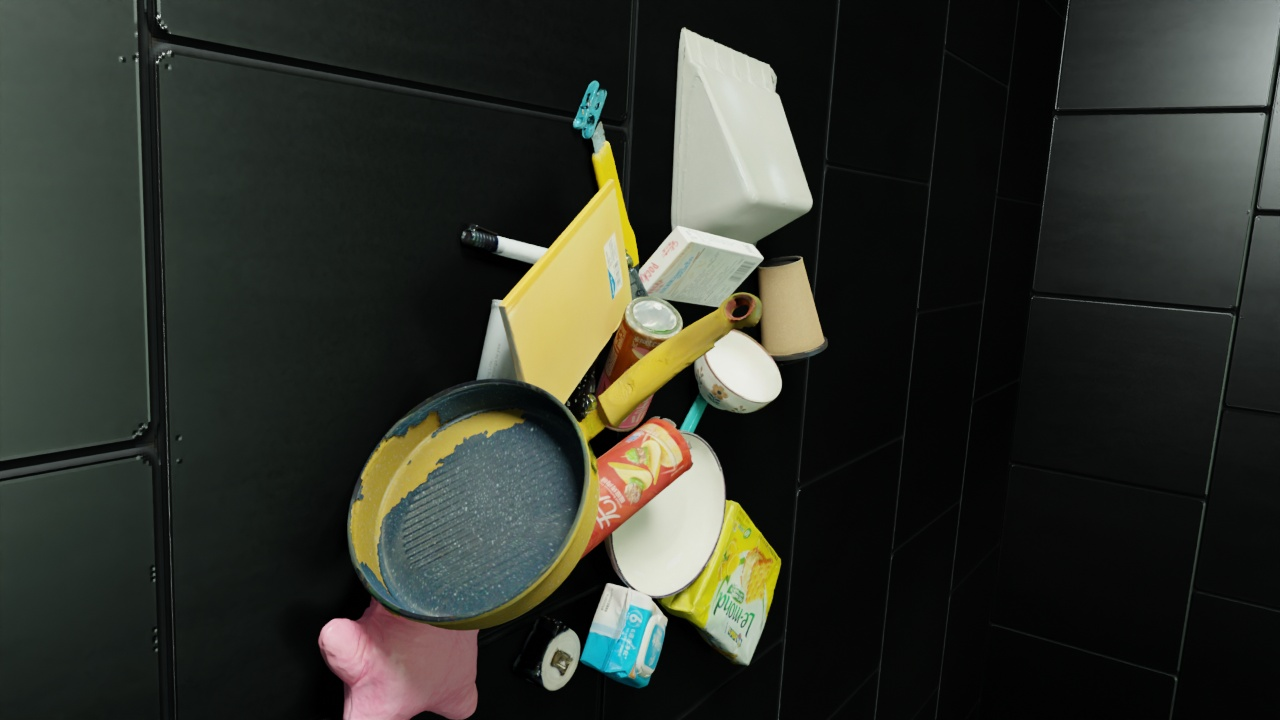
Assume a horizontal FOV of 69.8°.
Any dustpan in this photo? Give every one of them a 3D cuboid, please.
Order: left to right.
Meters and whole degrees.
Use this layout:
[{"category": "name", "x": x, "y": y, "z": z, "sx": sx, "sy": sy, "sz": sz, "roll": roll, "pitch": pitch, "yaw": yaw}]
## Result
[{"category": "dustpan", "x": 0.097, "y": -0.227, "z": 1.111, "sx": 0.222, "sy": 0.143, "sz": 0.257, "roll": -7, "pitch": 74, "yaw": -55}]

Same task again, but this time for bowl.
[{"category": "bowl", "x": 0.110, "y": 0.021, "z": 1.126, "sx": 0.113, "sy": 0.113, "sz": 0.062, "roll": -32, "pitch": 165, "yaw": -48}]

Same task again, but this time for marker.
[{"category": "marker", "x": -0.110, "y": -0.101, "z": 0.829, "sx": 0.130, "sy": 0.018, "sz": 0.023, "roll": 7, "pitch": 111, "yaw": -55}]

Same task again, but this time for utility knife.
[{"category": "utility knife", "x": -0.027, "y": -0.158, "z": 0.939, "sx": 0.033, "sy": 0.015, "sz": 0.173, "roll": -43, "pitch": 131, "yaw": -41}, {"category": "utility knife", "x": 0.056, "y": 0.088, "z": 1.125, "sx": 0.159, "sy": 0.013, "sz": 0.029, "roll": -61, "pitch": 144, "yaw": -28}]

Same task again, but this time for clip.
[{"category": "clip", "x": -0.049, "y": -0.244, "z": 0.889, "sx": 0.046, "sy": 0.014, "sz": 0.057, "roll": 37, "pitch": 66, "yaw": -51}]

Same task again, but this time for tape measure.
[{"category": "tape measure", "x": -0.092, "y": 0.303, "z": 0.942, "sx": 0.065, "sy": 0.034, "sz": 0.066, "roll": -63, "pitch": 142, "yaw": -22}]

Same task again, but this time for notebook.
[{"category": "notebook", "x": -0.058, "y": -0.049, "z": 0.817, "sx": 0.205, "sy": 0.010, "sz": 0.146, "roll": -58, "pitch": 149, "yaw": -43}]

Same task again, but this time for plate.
[{"category": "plate", "x": 0.023, "y": 0.173, "z": 1.054, "sx": 0.192, "sy": 0.039, "sz": 0.192, "roll": -6, "pitch": 98, "yaw": -44}]

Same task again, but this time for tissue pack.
[{"category": "tissue pack", "x": -0.014, "y": 0.305, "z": 1.006, "sx": 0.140, "sy": 0.063, "sz": 0.089, "roll": 67, "pitch": 40, "yaw": -62}]

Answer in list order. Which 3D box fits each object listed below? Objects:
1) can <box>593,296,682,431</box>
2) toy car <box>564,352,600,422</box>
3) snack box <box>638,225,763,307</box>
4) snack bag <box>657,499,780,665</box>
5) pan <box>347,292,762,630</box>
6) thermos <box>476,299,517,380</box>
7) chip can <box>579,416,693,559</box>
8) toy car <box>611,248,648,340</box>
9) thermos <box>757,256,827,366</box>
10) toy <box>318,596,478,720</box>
[{"category": "can", "x": -0.005, "y": 0.005, "z": 0.917, "sx": 0.057, "sy": 0.058, "sz": 0.148, "roll": -42, "pitch": 162, "yaw": -43}, {"category": "toy car", "x": -0.070, "y": 0.002, "z": 0.891, "sx": 0.070, "sy": 0.042, "sz": 0.158, "roll": 9, "pitch": 87, "yaw": -56}, {"category": "snack box", "x": 0.067, "y": -0.102, "z": 1.030, "sx": 0.156, "sy": 0.027, "sz": 0.085, "roll": 4, "pitch": 136, "yaw": -52}, {"category": "snack bag", "x": 0.107, "y": 0.289, "z": 1.200, "sx": 0.246, "sy": 0.068, "sz": 0.157, "roll": 53, "pitch": 55, "yaw": -47}, {"category": "pan", "x": -0.062, "y": 0.060, "z": 0.685, "sx": 0.357, "sy": 0.197, "sz": 0.078, "roll": -29, "pitch": 144, "yaw": 1}, {"category": "thermos", "x": -0.122, "y": 0.058, "z": 0.810, "sx": 0.070, "sy": 0.070, "sz": 0.220, "roll": 16, "pitch": 84, "yaw": -56}, {"category": "chip can", "x": -0.041, "y": 0.138, "z": 0.915, "sx": 0.216, "sy": 0.073, "sz": 0.073, "roll": -35, "pitch": 126, "yaw": -36}, {"category": "toy car", "x": -0.020, "y": -0.062, "z": 0.951, "sx": 0.054, "sy": 0.037, "sz": 0.121, "roll": -39, "pitch": 125, "yaw": -21}, {"category": "thermos", "x": 0.198, "y": -0.064, "z": 1.237, "sx": 0.092, "sy": 0.093, "sz": 0.143, "roll": -31, "pitch": 114, "yaw": -49}, {"category": "toy", "x": -0.184, "y": 0.227, "z": 0.756, "sx": 0.194, "sy": 0.075, "sz": 0.178, "roll": -9, "pitch": 95, "yaw": -58}]
